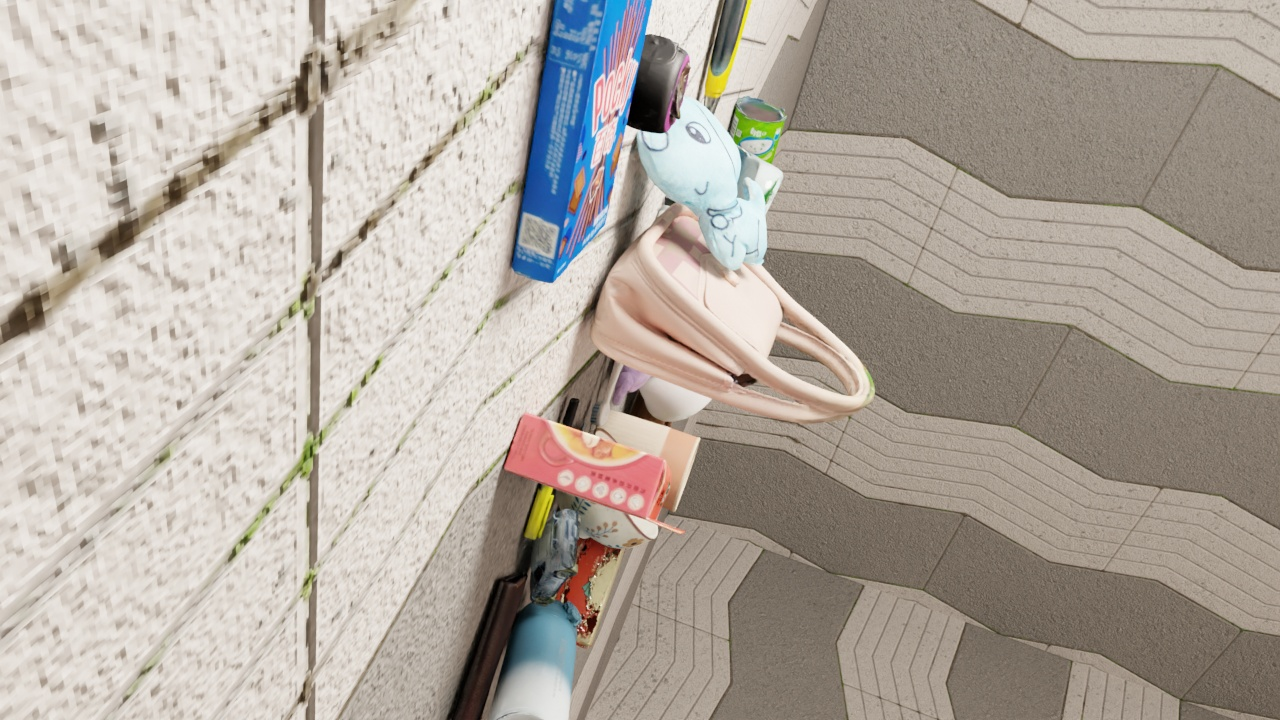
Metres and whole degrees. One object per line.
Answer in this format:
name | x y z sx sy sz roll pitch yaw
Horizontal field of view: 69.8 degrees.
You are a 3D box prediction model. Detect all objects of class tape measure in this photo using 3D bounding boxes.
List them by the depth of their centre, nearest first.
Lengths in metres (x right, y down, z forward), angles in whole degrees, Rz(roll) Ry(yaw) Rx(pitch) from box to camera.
tape measure | 0.010 -0.173 0.579 0.057 0.039 0.058 -36 144 -79

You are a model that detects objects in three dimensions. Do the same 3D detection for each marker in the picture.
marker | -0.071 0.089 0.752 0.018 0.015 0.124 -72 180 -82

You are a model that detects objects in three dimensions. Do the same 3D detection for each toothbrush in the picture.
toothbrush | -0.004 -0.042 0.875 0.026 0.026 0.221 24 83 -41

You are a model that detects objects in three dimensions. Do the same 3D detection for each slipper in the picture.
slipper | 0.099 -0.198 1.055 0.104 0.074 0.245 -64 -169 11

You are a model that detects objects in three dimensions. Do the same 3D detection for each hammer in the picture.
hammer | 0.076 -0.272 0.866 0.125 0.032 0.324 -64 170 -52

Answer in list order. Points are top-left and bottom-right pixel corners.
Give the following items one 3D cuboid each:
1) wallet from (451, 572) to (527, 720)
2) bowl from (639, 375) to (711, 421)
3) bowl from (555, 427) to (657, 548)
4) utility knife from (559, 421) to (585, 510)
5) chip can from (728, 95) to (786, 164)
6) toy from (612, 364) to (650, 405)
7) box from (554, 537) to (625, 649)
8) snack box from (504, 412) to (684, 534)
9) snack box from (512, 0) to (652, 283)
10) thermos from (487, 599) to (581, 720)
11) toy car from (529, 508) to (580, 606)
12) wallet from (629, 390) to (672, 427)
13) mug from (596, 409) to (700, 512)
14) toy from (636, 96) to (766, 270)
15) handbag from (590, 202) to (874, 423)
wallet | -0.121 0.236 0.750 0.096 0.020 0.122 97 12 -82
bowl | 0.035 0.008 1.108 0.064 0.118 0.118 39 64 -41
bowl | -0.038 0.124 0.838 0.062 0.113 0.113 -28 180 10
utility knife | -0.069 0.139 0.901 0.030 0.019 0.173 -65 173 -68
chip can | 0.138 -0.242 1.276 0.072 0.072 0.237 -63 169 -50
toy | -0.006 0.005 0.942 0.108 0.039 0.084 2 106 -85
box | -0.051 0.243 1.058 0.091 0.079 0.168 85 25 -75
snack box | -0.022 0.082 0.655 0.113 0.127 0.044 72 37 -80
snack box | -0.028 -0.125 0.466 0.084 0.026 0.157 -60 167 -56
thermos | -0.088 0.269 0.779 0.220 0.070 0.070 -92 -161 -80
toy car | -0.079 0.172 0.800 0.121 0.036 0.054 117 -21 -52
wallet | 0.019 0.057 1.174 0.101 0.020 0.115 -17 -130 60
mug | -0.003 0.120 0.988 0.081 0.106 0.114 -26 134 -80
toy | 0.053 -0.146 0.727 0.161 0.050 0.156 -19 92 -54
handbag | 0.087 -0.026 0.758 0.094 0.234 0.192 -59 178 27
